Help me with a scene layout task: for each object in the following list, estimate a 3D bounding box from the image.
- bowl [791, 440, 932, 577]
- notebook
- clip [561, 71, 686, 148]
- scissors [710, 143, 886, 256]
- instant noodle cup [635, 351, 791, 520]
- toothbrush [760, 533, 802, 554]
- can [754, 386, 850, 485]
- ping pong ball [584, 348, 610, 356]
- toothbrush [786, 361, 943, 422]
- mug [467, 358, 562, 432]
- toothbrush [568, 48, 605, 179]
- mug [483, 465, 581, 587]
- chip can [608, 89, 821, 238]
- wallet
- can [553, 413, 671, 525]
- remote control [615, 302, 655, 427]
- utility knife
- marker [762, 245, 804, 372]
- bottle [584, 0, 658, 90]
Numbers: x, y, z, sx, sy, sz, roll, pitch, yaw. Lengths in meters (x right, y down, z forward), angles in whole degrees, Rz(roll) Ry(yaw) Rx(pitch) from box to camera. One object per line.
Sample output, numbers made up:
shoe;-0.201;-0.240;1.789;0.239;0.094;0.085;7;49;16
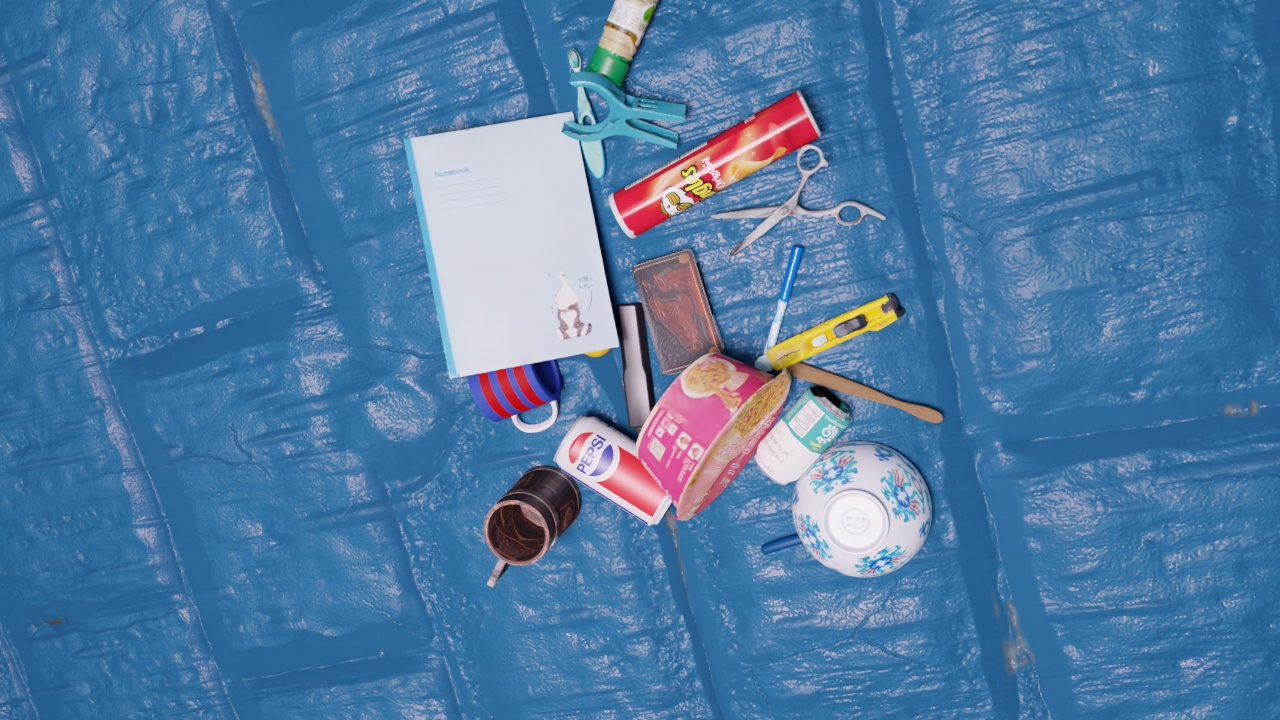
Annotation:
bowl;0.221;0.158;0.935;0.144;0.074;0.144;1;93;18
notebook;-0.134;-0.121;0.955;0.181;0.009;0.253;-11;90;-5
clip;-0.028;-0.235;0.934;0.130;0.031;0.121;27;130;-20
scissors;0.159;-0.146;0.922;0.162;0.014;0.142;23;124;-6
instant noodle cup;0.066;0.067;0.925;0.078;0.178;0.179;37;108;21
toothbrush;0.208;0.181;0.988;0.168;0.014;0.014;-20;91;17
can;0.168;0.078;0.953;0.055;0.054;0.102;40;108;3
ping pong ball;-0.049;-0.024;0.991;0.040;0.040;0.040;3;103;13
toothbrush;0.230;0.032;0.950;0.167;0.016;0.016;19;105;11
mug;-0.128;0.034;1.014;0.076;0.074;0.112;-20;123;17
toothbrush;-0.057;-0.256;0.954;0.022;0.017;0.135;-11;99;8
mug;-0.127;0.186;1.021;0.080;0.107;0.116;29;107;6
chip can;0.073;-0.194;0.918;0.215;0.051;0.052;-26;95;17
wallet;0.040;-0.051;0.974;0.072;0.019;0.123;-16;98;12
can;-0.023;0.119;1.001;0.132;0.070;0.070;31;107;5
remote control;-0.006;0.006;1.000;0.032;0.015;0.136;-4;101;14
utility knife;0.191;-0.023;0.942;0.165;0.017;0.030;-25;91;15
marker;0.144;-0.050;0.953;0.013;0.013;0.142;17;106;10
bottle;-0.016;-0.328;0.916;0.043;0.043;0.111;28;106;6
